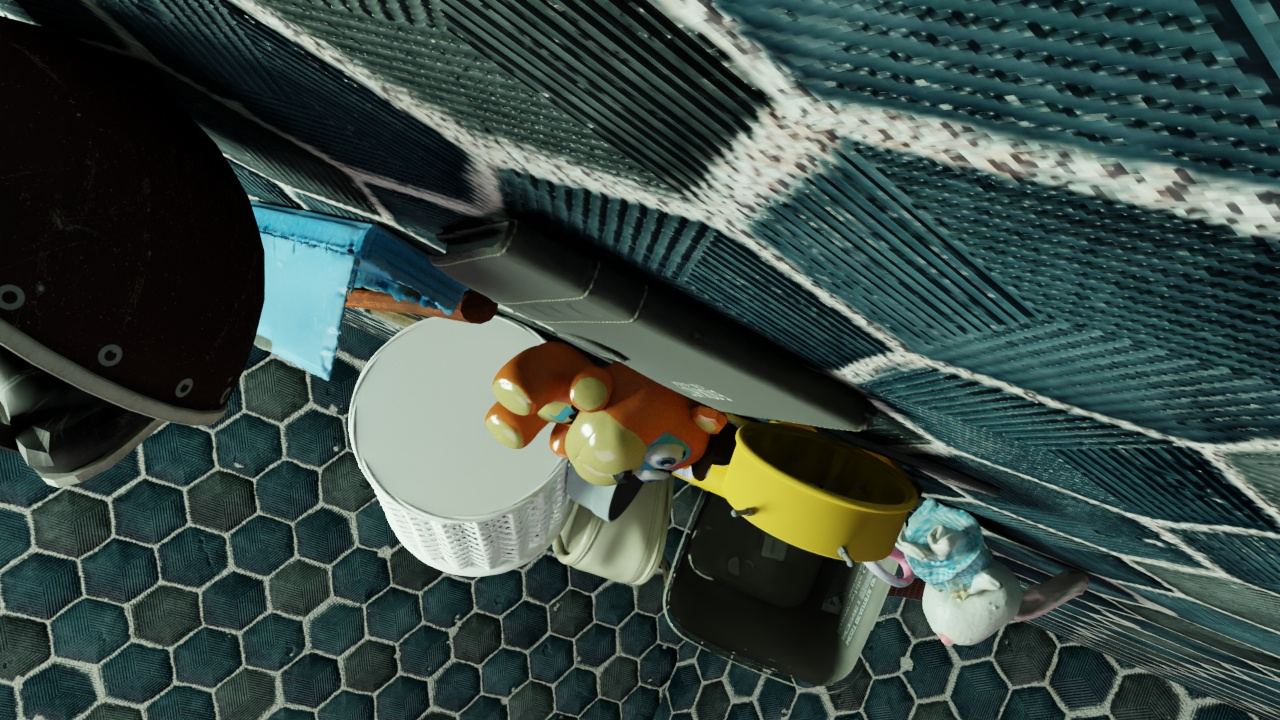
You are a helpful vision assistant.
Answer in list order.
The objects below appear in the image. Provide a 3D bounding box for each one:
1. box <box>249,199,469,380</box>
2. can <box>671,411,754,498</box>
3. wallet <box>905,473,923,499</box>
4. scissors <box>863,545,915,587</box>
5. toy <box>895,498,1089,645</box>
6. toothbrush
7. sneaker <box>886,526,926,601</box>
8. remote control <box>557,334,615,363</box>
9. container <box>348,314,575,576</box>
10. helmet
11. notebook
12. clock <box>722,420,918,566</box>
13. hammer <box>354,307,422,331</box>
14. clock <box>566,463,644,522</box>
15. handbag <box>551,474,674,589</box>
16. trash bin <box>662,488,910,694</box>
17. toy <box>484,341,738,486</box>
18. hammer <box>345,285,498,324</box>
[{"bbox_3d":[-0.242,-0.047,0.685,0.232,0.110,0.094,17,169,44],"label":"box"},{"bbox_3d":[0.065,0.074,0.750,0.105,0.067,0.067,22,173,16],"label":"can"},{"bbox_3d":[0.166,0.087,0.705,0.072,0.019,0.123,28,173,4],"label":"wallet"},{"bbox_3d":[0.163,0.121,0.765,0.179,0.108,0.016,27,131,-28],"label":"scissors"},{"bbox_3d":[0.269,0.183,0.751,0.131,0.105,0.205,13,169,44],"label":"toy"},{"bbox_3d":[0.140,0.051,0.568,0.167,0.013,0.013,20,173,9],"label":"toothbrush"},{"bbox_3d":[0.328,0.226,1.086,0.241,0.098,0.084,10,140,-20],"label":"sneaker"},{"bbox_3d":[-0.004,0.004,0.688,0.124,0.009,0.046,28,172,-31],"label":"remote control"},{"bbox_3d":[-0.149,0.080,0.819,0.189,0.189,0.187,23,155,5],"label":"container"},{"bbox_3d":[-0.309,-0.032,0.422,0.234,0.253,0.233,48,178,24],"label":"helmet"},{"bbox_3d":[-0.004,-0.016,0.486,0.209,0.029,0.170,29,171,-22],"label":"notebook"},{"bbox_3d":[0.112,0.077,0.574,0.113,0.052,0.151,21,-165,16],"label":"clock"},{"bbox_3d":[-0.246,-0.032,1.132,0.317,0.028,0.147,18,172,36],"label":"hammer"},{"bbox_3d":[-0.015,0.069,0.772,0.045,0.122,0.159,26,160,14],"label":"clock"},{"bbox_3d":[-0.012,0.130,0.961,0.132,0.184,0.229,21,173,-19],"label":"handbag"},{"bbox_3d":[0.137,0.192,0.939,0.197,0.197,0.220,22,179,3],"label":"trash bin"},{"bbox_3d":[-0.017,0.038,0.639,0.176,0.096,0.112,3,152,-12],"label":"toy"},{"bbox_3d":[-0.217,-0.052,0.784,0.110,0.028,0.301,-12,-167,-40],"label":"hammer"}]
